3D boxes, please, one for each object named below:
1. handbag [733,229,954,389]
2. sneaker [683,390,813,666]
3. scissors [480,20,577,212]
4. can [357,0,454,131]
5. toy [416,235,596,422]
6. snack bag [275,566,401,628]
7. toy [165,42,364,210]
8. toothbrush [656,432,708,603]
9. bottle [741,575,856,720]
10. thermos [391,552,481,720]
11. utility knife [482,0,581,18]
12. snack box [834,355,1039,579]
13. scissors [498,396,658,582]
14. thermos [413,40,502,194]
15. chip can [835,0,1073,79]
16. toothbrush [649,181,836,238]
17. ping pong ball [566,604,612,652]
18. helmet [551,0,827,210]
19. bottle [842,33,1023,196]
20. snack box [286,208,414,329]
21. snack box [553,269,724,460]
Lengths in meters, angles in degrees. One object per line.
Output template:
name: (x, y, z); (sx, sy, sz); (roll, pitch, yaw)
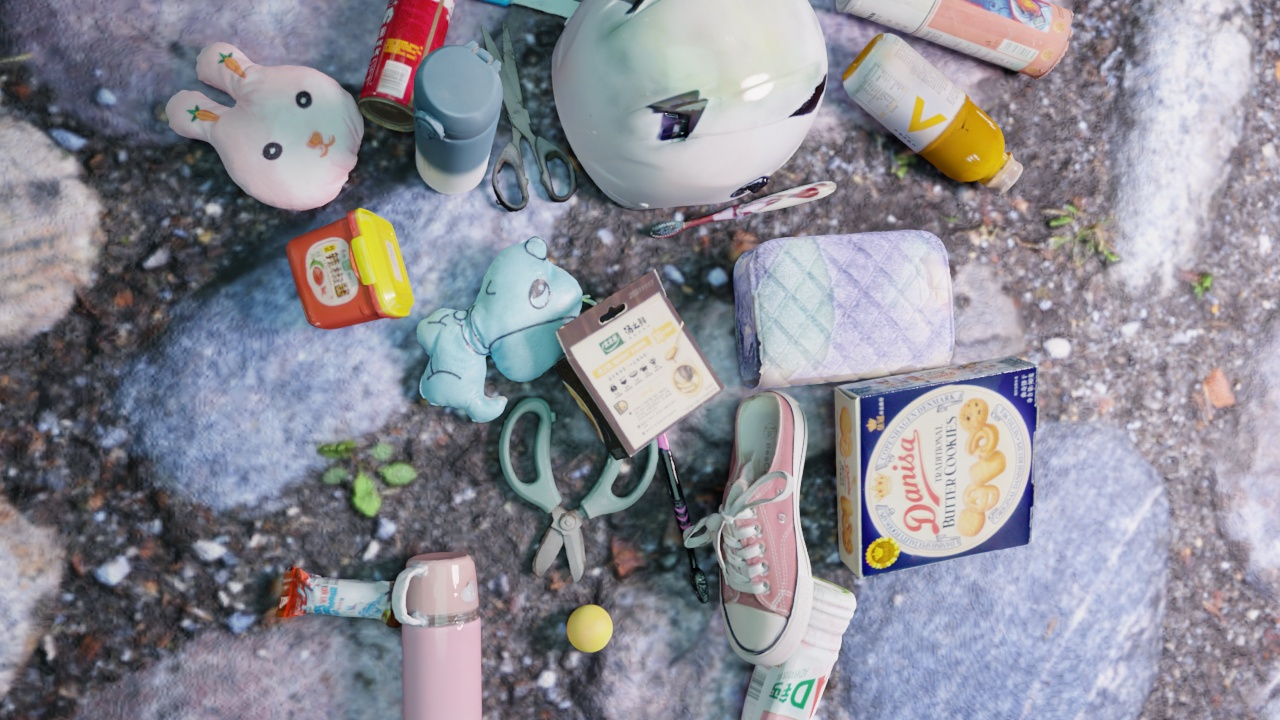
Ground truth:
handbag: (0.185, -0.047, 0.843); (0.193, 0.075, 0.134); (-4, 88, -9)
sneaker: (0.096, 0.142, 0.797); (0.087, 0.118, 0.241); (14, 77, -48)
scissors: (-0.104, -0.220, 0.831); (0.150, 0.014, 0.170); (24, 79, -9)
can: (-0.198, -0.268, 0.787); (0.053, 0.053, 0.132); (14, 77, -9)
toy: (-0.116, -0.027, 0.801); (0.156, 0.050, 0.161); (-3, 97, -11)
snack bag: (-0.251, 0.202, 0.778); (0.104, 0.026, 0.048); (12, 97, -9)
toy: (-0.315, -0.198, 0.772); (0.159, 0.054, 0.121); (26, 82, -3)
toothbrush: (0.036, 0.131, 0.838); (0.014, 0.018, 0.189); (-14, 89, -9)
bottle: (0.133, 0.293, 0.825); (0.068, 0.068, 0.197); (20, 87, -9)
thermos: (-0.171, 0.263, 0.761); (0.067, 0.087, 0.198); (-1, 89, 25)
utility knife: (-0.151, -0.341, 0.824); (0.204, 0.018, 0.034); (11, 85, -11)
snack box: (0.271, 0.098, 0.841); (0.182, 0.046, 0.178); (-9, 108, -11)
scissors: (-0.073, 0.105, 0.819); (0.176, 0.019, 0.174); (33, 83, -8)
thermos: (-0.146, -0.182, 0.715); (0.070, 0.221, 0.070); (0, 89, -12)
chip can: (0.300, -0.335, 0.878); (0.214, 0.071, 0.071); (15, 85, -10)
toothbrush: (0.098, -0.143, 0.860); (0.187, 0.017, 0.016); (-16, 91, -10)
ping pong ball: (-0.045, 0.235, 0.806); (0.040, 0.040, 0.040); (0, 87, -10)
helmet: (0.056, -0.257, 0.792); (0.258, 0.146, 0.229); (-17, 91, -11)
bottle: (0.280, -0.229, 0.870); (0.189, 0.068, 0.068); (37, 82, -7)
snack box: (-0.243, -0.072, 0.769); (0.080, 0.082, 0.091); (-17, 90, 3)
snack box: (-0.005, 0.005, 0.806); (0.113, 0.053, 0.125); (-34, 92, -25)
